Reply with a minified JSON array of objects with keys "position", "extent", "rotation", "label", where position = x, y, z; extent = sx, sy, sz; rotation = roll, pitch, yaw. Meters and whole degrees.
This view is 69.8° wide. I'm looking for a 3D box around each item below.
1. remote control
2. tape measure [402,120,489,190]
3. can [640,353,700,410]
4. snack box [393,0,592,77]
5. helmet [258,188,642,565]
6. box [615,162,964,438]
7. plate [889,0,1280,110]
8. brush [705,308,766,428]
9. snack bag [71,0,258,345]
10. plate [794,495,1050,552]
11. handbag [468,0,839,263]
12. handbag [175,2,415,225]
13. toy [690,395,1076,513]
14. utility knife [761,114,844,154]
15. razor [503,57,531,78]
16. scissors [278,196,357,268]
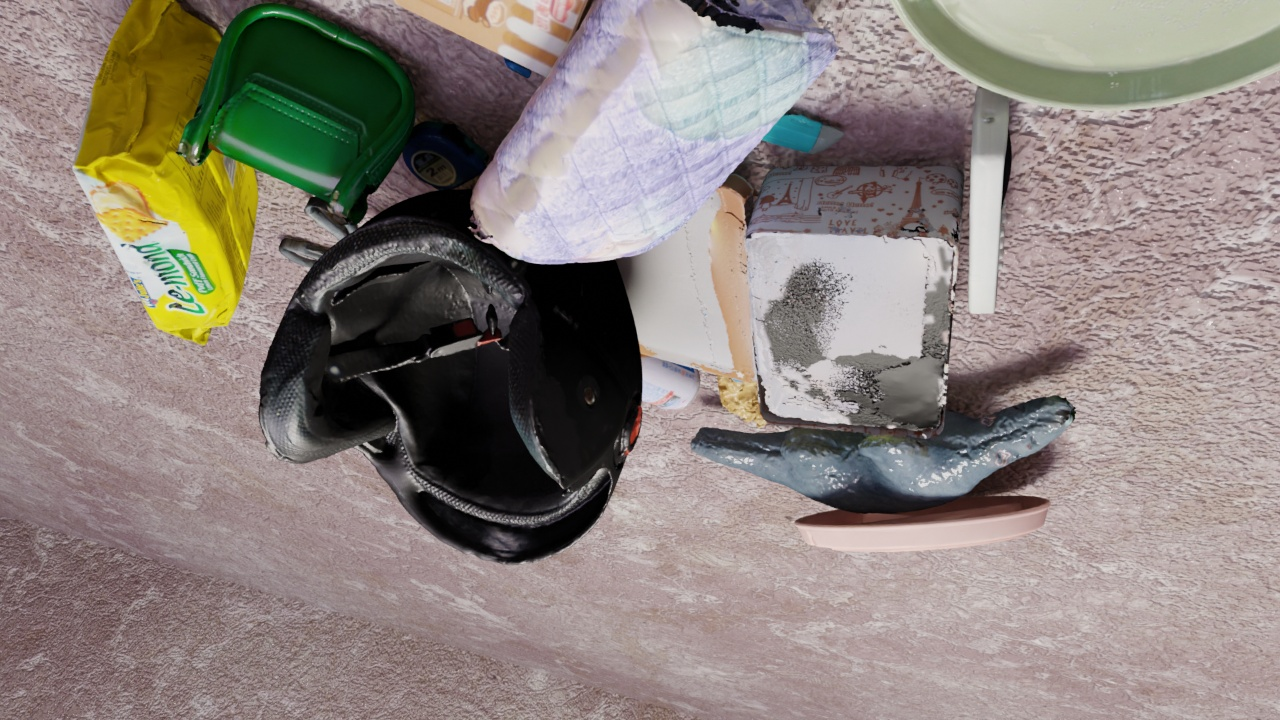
[{"position":[0.209,-0.092,0.551],"extent":[0.021,0.058,0.150],"rotation":[3,149,20],"label":"remote control"},{"position":[-0.146,-0.152,0.676],"extent":[0.058,0.025,0.054],"rotation":[-17,134,40],"label":"tape measure"},{"position":[-0.005,0.005,0.806],"extent":[0.053,0.053,0.134],"rotation":[-8,159,38],"label":"can"},{"position":[-0.062,-0.217,0.463],"extent":[0.094,0.076,0.093],"rotation":[24,151,-10],"label":"snack box"},{"position":[-0.111,0.008,0.657],"extent":[0.234,0.229,0.275],"rotation":[4,126,23],"label":"helmet"},{"position":[0.081,-0.046,0.638],"extent":[0.262,0.088,0.178],"rotation":[6,135,19],"label":"box"},{"position":[0.216,-0.201,0.390],"extent":[0.230,0.027,0.231],"rotation":[14,151,8],"label":"plate"},{"position":[0.067,-0.028,0.758],"extent":[0.083,0.045,0.255],"rotation":[-3,140,35],"label":"brush"},{"position":[-0.339,-0.136,0.684],"extent":[0.068,0.157,0.247],"rotation":[4,153,-11],"label":"snack bag"},{"position":[0.260,0.152,0.856],"extent":[0.229,0.028,0.229],"rotation":[-6,174,-1],"label":"plate"},{"position":[0.002,-0.134,0.500],"extent":[0.133,0.075,0.194],"rotation":[-13,158,-44],"label":"handbag"},{"position":[-0.222,-0.160,0.608],"extent":[0.131,0.120,0.068],"rotation":[22,157,-13],"label":"handbag"},{"position":[0.213,0.083,0.813],"extent":[0.357,0.091,0.138],"rotation":[-11,143,43],"label":"toy"},{"position":[0.031,-0.163,0.571],"extent":[0.193,0.013,0.029],"rotation":[16,149,-2],"label":"utility knife"},{"position":[-0.122,-0.221,0.549],"extent":[0.142,0.022,0.042],"rotation":[33,-168,-19],"label":"razor"},{"position":[-0.254,-0.095,0.850],"extent":[0.177,0.014,0.160],"rotation":[13,154,1],"label":"scissors"}]
